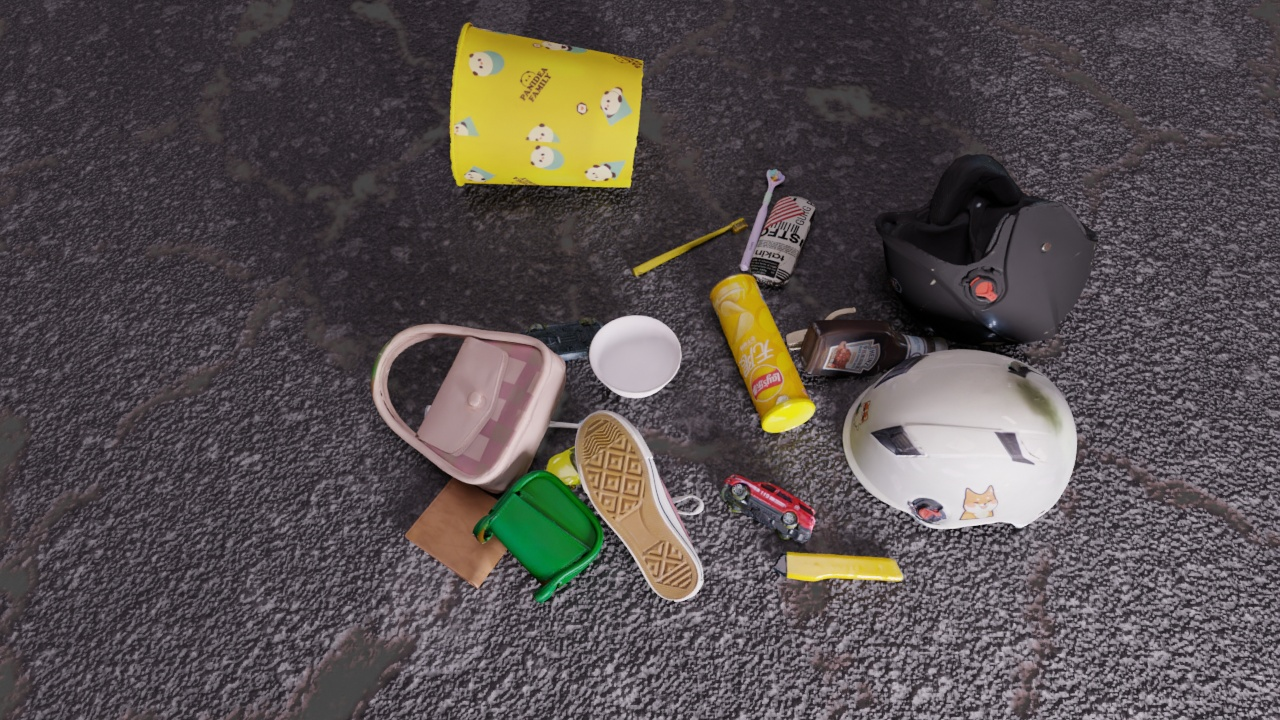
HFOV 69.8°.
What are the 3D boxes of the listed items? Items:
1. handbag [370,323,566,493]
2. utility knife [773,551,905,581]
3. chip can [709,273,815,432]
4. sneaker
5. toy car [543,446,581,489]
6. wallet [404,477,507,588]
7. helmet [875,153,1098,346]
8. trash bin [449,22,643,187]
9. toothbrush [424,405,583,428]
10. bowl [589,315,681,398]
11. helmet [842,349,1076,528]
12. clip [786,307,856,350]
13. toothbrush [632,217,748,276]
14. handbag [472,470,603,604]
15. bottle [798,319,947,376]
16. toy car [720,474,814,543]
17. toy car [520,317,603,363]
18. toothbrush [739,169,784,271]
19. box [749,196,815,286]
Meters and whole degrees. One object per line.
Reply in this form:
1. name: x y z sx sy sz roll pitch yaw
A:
1. handbag: -0.225 0.041 1.141 0.234 0.093 0.193 23 77 14
2. utility knife: 0.234 0.247 1.086 0.156 0.015 0.033 4 65 1
3. chip can: 0.157 -0.012 1.210 0.072 0.072 0.213 -15 59 -9
4. sneaker: 0.002 0.170 1.092 0.118 0.088 0.241 -31 83 7
5. toy car: -0.071 0.125 1.149 0.105 0.032 0.048 -25 63 -13
6. wallet: -0.210 0.204 1.110 0.115 0.020 0.101 30 63 19
7. helmet: 0.441 -0.129 1.189 0.275 0.230 0.233 -5 26 0
8. trash bin: -0.132 -0.356 1.338 0.255 0.230 0.229 6 59 -4
9. toothbrush: -0.166 0.078 1.180 0.221 0.027 0.026 4 33 2
10. bowl: -0.007 0.007 1.201 0.118 0.065 0.118 0 59 -1
11. helmet: 0.395 0.077 1.105 0.274 0.157 0.229 11 59 6
12. clip: 0.253 -0.043 1.232 0.102 0.095 0.035 2 58 -12
13. toothbrush: 0.074 -0.163 1.332 0.190 0.016 0.016 -26 69 -15
14. handbag: -0.116 0.201 1.074 0.120 0.068 0.131 -42 82 -16
15. bottle: 0.310 -0.015 1.207 0.194 0.080 0.044 1 39 -15
16. toy car: 0.154 0.176 1.108 0.120 0.053 0.045 27 61 12
17. toy car: -0.104 -0.024 1.237 0.120 0.037 0.054 -11 58 -18
18. toothbrush: 0.178 -0.207 1.355 0.029 0.021 0.188 21 63 -1
19. box: 0.206 -0.176 1.321 0.069 0.052 0.163 7 58 25
